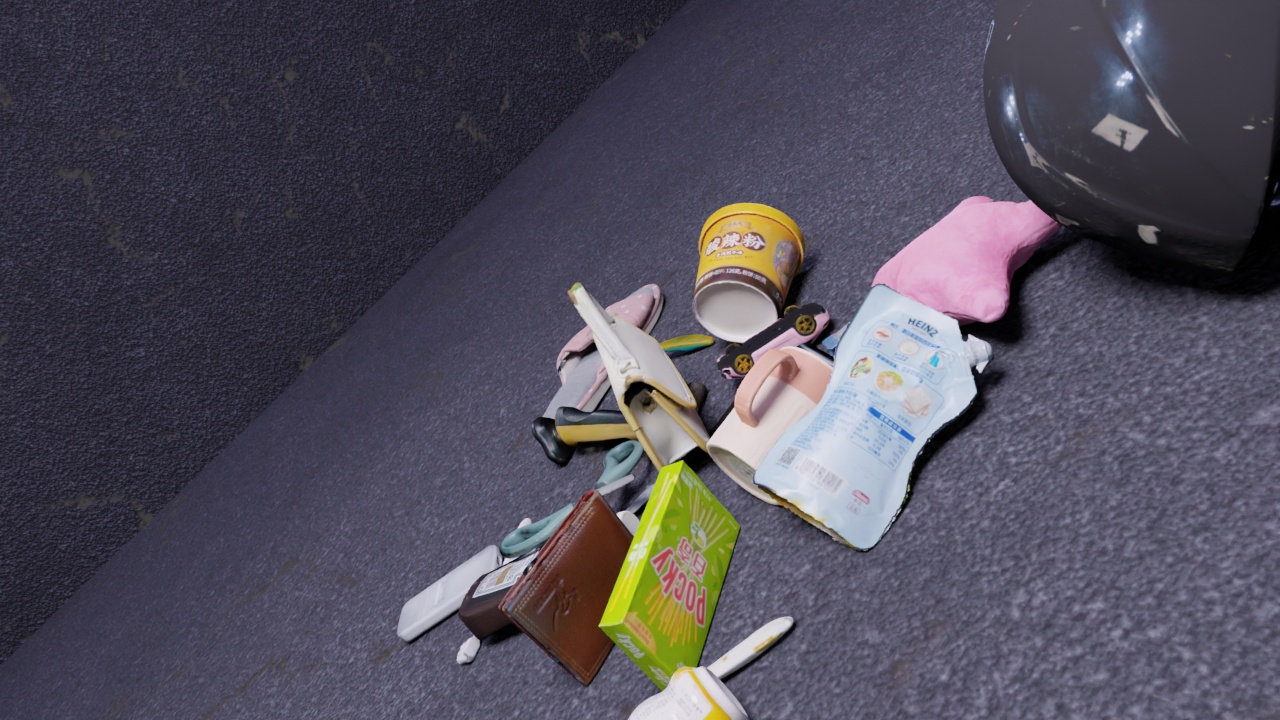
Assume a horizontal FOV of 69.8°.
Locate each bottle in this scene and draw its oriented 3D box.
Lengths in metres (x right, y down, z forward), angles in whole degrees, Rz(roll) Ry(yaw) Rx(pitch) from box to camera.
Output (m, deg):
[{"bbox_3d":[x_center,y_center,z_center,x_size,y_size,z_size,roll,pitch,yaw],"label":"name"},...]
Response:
[{"bbox_3d":[-0.081,0.194,0.848,0.195,0.044,0.079,-32,13,25],"label":"bottle"},{"bbox_3d":[0.015,0.247,0.582,0.108,0.063,0.063,-41,22,-3],"label":"bottle"}]

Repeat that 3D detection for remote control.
[{"bbox_3d":[-0.203,0.250,0.982,0.136,0.020,0.055,-36,24,11],"label":"remote control"}]

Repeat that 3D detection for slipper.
[{"bbox_3d":[-0.055,-0.013,1.192,0.114,0.054,0.273,-15,34,47],"label":"slipper"}]

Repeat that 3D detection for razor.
[{"bbox_3d":[0.031,-0.008,1.088,0.133,0.028,0.043,-20,26,37],"label":"razor"},{"bbox_3d":[-0.052,0.082,1.027,0.168,0.062,0.067,-8,69,44],"label":"razor"}]

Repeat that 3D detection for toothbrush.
[{"bbox_3d":[0.031,0.238,0.643,0.191,0.018,0.016,-37,24,3],"label":"toothbrush"},{"bbox_3d":[0.189,0.024,0.771,0.027,0.026,0.212,-53,25,2],"label":"toothbrush"},{"bbox_3d":[-0.146,0.230,0.935,0.016,0.016,0.179,-31,24,37],"label":"toothbrush"}]

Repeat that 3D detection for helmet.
[{"bbox_3d":[0.350,-0.188,0.615,0.275,0.233,0.230,28,83,24],"label":"helmet"}]

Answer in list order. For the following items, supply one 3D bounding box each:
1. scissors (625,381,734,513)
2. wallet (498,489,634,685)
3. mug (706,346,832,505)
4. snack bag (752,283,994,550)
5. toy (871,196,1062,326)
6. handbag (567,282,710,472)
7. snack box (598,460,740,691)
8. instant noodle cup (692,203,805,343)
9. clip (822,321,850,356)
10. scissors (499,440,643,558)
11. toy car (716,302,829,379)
[{"bbox_3d":[0.048,0.083,0.892,0.228,0.022,0.220,-33,23,16],"label":"scissors"},{"bbox_3d":[-0.046,0.184,0.748,0.032,0.101,0.124,-4,42,53],"label":"wallet"},{"bbox_3d":[0.111,0.045,0.745,0.082,0.114,0.105,28,70,40],"label":"mug"},{"bbox_3d":[0.175,0.039,0.685,0.110,0.039,0.190,29,78,36],"label":"snack bag"},{"bbox_3d":[0.267,-0.083,0.786,0.194,0.074,0.179,-49,21,-29],"label":"toy"},{"bbox_3d":[-0.005,0.005,0.863,0.063,0.179,0.163,-32,27,3],"label":"handbag"},{"bbox_3d":[0.026,0.161,0.697,0.026,0.086,0.156,-22,28,37],"label":"snack box"},{"bbox_3d":[0.113,-0.091,1.000,0.119,0.118,0.114,-21,37,39],"label":"instant noodle cup"},{"bbox_3d":[0.198,-0.026,0.860,0.058,0.036,0.025,-36,20,10],"label":"clip"},{"bbox_3d":[-0.060,0.134,0.909,0.172,0.019,0.169,-32,8,27],"label":"scissors"},{"bbox_3d":[0.133,-0.016,0.914,0.122,0.037,0.056,-32,14,4],"label":"toy car"}]
